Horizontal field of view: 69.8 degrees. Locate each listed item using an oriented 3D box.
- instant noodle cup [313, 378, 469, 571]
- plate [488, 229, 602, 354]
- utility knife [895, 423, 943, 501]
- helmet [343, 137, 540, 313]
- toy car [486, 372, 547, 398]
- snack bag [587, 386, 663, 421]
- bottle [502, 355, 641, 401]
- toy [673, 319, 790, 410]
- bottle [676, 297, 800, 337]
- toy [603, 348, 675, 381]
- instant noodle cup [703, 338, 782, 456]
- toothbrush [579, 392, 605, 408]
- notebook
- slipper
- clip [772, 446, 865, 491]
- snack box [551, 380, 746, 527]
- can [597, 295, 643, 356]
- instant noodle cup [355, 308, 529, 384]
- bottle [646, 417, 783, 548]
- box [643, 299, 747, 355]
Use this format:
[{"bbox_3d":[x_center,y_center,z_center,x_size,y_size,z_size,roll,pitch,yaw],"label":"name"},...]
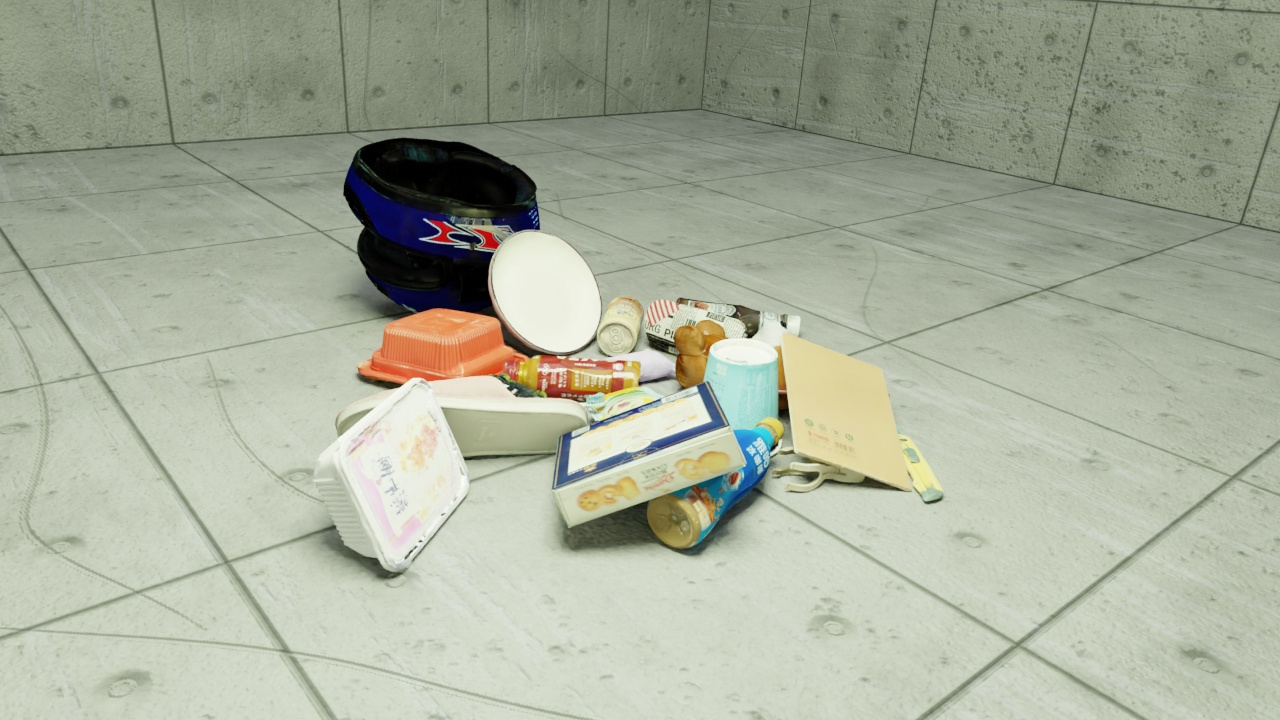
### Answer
[{"bbox_3d":[-0.243,0.109,0.885,0.060,0.138,0.173,-13,18,21],"label":"instant noodle cup"},{"bbox_3d":[-0.143,-0.095,1.336,0.191,0.192,0.039,-21,-4,-44],"label":"plate"},{"bbox_3d":[0.317,0.114,1.086,0.031,0.021,0.198,2,18,-3],"label":"utility knife"},{"bbox_3d":[-0.308,-0.186,1.391,0.314,0.241,0.247,-6,42,-44],"label":"helmet"},{"bbox_3d":[-0.158,0.048,1.135,0.091,0.036,0.043,22,31,13],"label":"toy car"},{"bbox_3d":[0.013,0.090,1.065,0.110,0.039,0.191,-3,26,-20],"label":"snack bag"},{"bbox_3d":[-0.088,0.024,1.175,0.175,0.057,0.057,3,23,0],"label":"bottle"},{"bbox_3d":[0.147,0.003,1.195,0.200,0.131,0.140,22,17,19],"label":"toy"},{"bbox_3d":[0.149,-0.062,1.430,0.195,0.044,0.079,7,24,5],"label":"bottle"},{"bbox_3d":[-0.007,0.007,1.249,0.107,0.039,0.084,-13,28,-32],"label":"toy"},{"bbox_3d":[0.118,0.042,1.083,0.111,0.121,0.111,3,23,-1],"label":"instant noodle cup"},{"bbox_3d":[-0.151,0.065,1.085,0.224,0.027,0.026,-7,31,-11],"label":"toothbrush"},{"bbox_3d":[0.238,0.056,1.082,0.147,0.008,0.207,19,38,-13],"label":"notebook"},{"bbox_3d":[-0.193,0.063,1.014,0.274,0.114,0.054,0,48,-13],"label":"slipper"},{"bbox_3d":[0.202,0.127,1.014,0.104,0.035,0.081,10,20,-6],"label":"clip"},{"bbox_3d":[0.003,0.090,0.935,0.178,0.046,0.182,-20,13,3],"label":"snack box"},{"bbox_3d":[-0.029,-0.052,1.360,0.058,0.059,0.116,6,24,5],"label":"can"},{"bbox_3d":[-0.263,-0.016,1.219,0.189,0.079,0.164,9,20,24],"label":"instant noodle cup"},{"bbox_3d":[0.089,0.116,0.958,0.065,0.065,0.218,18,32,29],"label":"bottle"},{"bbox_3d":[0.080,-0.043,1.322,0.163,0.087,0.076,20,43,27],"label":"box"}]
